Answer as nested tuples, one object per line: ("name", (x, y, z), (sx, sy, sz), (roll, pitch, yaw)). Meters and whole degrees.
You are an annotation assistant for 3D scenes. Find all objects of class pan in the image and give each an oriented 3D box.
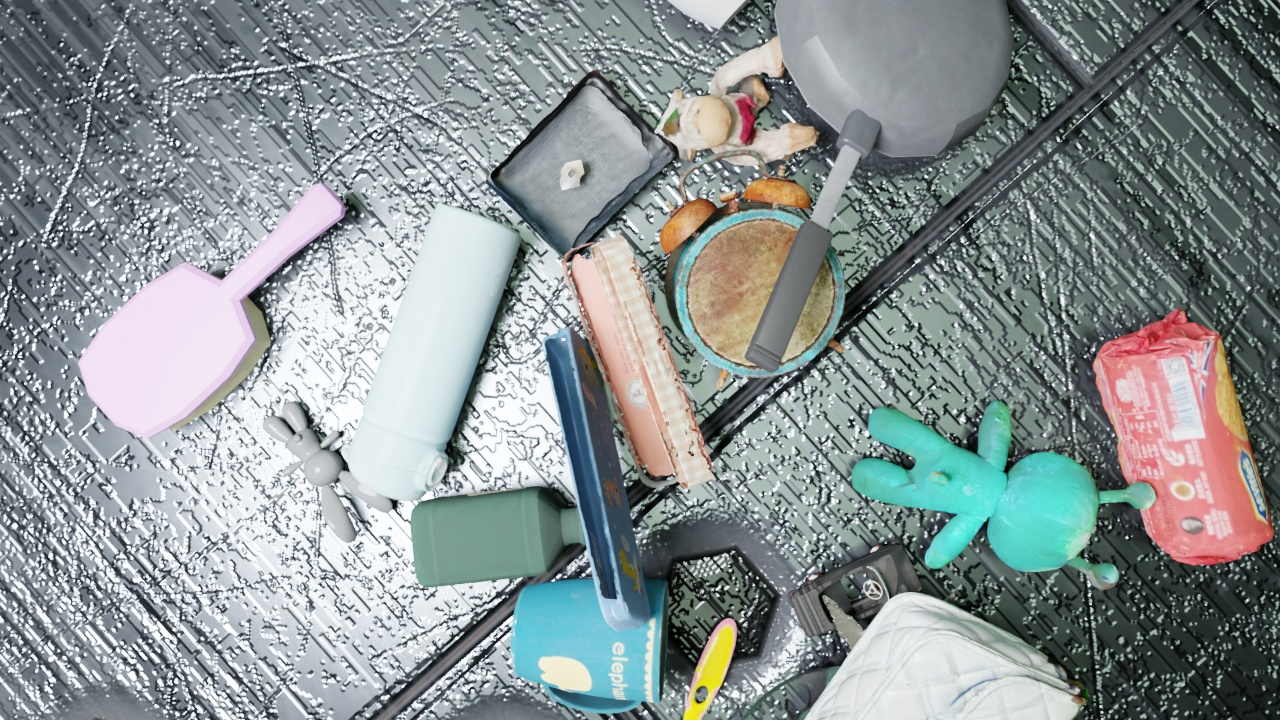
("pan", (0.146, -0.153, 0.602), (0.178, 0.041, 0.356), (28, 73, -10))

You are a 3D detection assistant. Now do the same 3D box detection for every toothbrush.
("toothbrush", (0.042, 0.254, 0.676), (0.021, 0.016, 0.135), (22, 91, 6))

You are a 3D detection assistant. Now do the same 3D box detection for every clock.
("clock", (0.074, -0.068, 0.644), (0.121, 0.073, 0.157), (-17, 101, 2))

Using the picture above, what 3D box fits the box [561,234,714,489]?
("box", (-0.002, 0.003, 0.648), (0.048, 0.085, 0.187), (-23, 96, -23))

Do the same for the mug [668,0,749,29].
("mug", (0.052, -0.295, 0.656), (0.089, 0.071, 0.107), (45, 63, -7))

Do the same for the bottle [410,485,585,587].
("bottle", (-0.092, 0.123, 0.657), (0.131, 0.061, 0.061), (-7, 87, 2))

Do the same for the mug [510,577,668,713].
("mug", (-0.035, 0.207, 0.653), (0.104, 0.084, 0.112), (3, 119, 5))

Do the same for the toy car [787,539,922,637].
("toy car", (0.155, 0.166, 0.661), (0.092, 0.037, 0.040), (-25, 89, 2))

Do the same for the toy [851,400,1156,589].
("toy", (0.248, 0.094, 0.646), (0.193, 0.072, 0.130), (19, 91, 11))

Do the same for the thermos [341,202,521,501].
("thermos", (-0.149, -0.004, 0.656), (0.078, 0.065, 0.207), (20, 90, 21))

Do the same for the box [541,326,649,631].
("box", (-0.027, 0.074, 0.619), (0.037, 0.066, 0.209), (-18, 65, 5))

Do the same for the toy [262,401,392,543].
("toy", (-0.234, 0.079, 0.678), (0.049, 0.030, 0.111), (-40, 84, -13))

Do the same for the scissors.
("scissors", (0.176, 0.256, 0.664), (0.202, 0.015, 0.202), (42, 104, -8))

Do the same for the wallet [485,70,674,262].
("wallet", (-0.044, -0.141, 0.672), (0.115, 0.026, 0.089), (-44, 89, 2))

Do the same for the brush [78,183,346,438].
("brush", (-0.302, -0.041, 0.672), (0.229, 0.043, 0.089), (-43, 89, 1))

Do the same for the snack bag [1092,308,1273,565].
("snack bag", (0.374, 0.056, 0.637), (0.082, 0.082, 0.176), (-15, 90, 2))

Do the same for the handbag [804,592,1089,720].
("handbag", (0.192, 0.265, 0.620), (0.139, 0.072, 0.195), (26, 106, -6))

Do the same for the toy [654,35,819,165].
("toy", (0.061, -0.177, 0.644), (0.106, 0.074, 0.085), (-11, 95, -8))
